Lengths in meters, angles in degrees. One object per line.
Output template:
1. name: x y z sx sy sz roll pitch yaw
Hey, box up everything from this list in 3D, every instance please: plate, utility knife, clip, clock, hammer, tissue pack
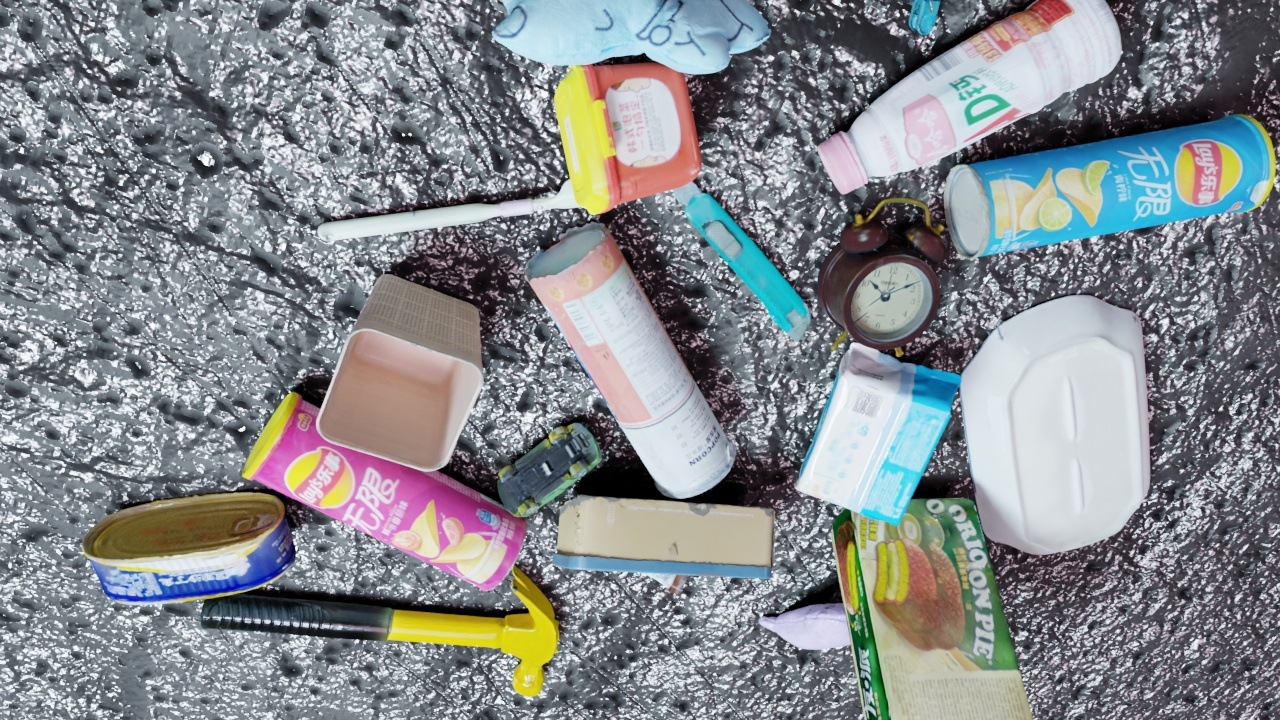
1. plate: 0.368 0.070 0.793 0.162 0.034 0.266 -18 118 2
2. utility knife: 0.063 -0.089 0.680 0.029 0.013 0.216 -40 115 13
3. clip: 0.192 -0.247 0.611 0.014 0.042 0.056 1 118 -6
4. clock: 0.181 -0.064 0.686 0.082 0.055 0.122 6 115 -10
5. hammer: -0.218 0.228 0.797 0.300 0.032 0.129 8 116 -12
6. tissue pack: 0.188 0.061 0.738 0.090 0.063 0.140 19 113 7

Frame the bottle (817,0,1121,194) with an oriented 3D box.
1. bottle: 0.218 -0.178 0.627 0.197 0.068 0.068 -29 117 11

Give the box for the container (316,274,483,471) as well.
1. container: -0.163 0.003 0.642 0.090 0.110 0.090 20 113 -17

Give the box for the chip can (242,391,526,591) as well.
1. chip can: -0.194 0.106 0.714 0.210 0.071 0.071 33 109 -22

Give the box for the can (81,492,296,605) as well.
1. can: -0.347 0.146 0.713 0.148 0.074 0.049 -6 121 -5

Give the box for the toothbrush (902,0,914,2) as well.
1. toothbrush: 0.099 -0.264 0.593 0.181 0.015 0.018 10 109 -14

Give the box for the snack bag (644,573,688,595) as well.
1. snack bag: -0.001 0.166 0.796 0.104 0.026 0.048 25 88 -20

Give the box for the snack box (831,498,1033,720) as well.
1. snack box: 0.236 0.231 0.748 0.114 0.239 0.063 1 147 -9

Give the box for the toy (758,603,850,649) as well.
1. toy: 0.170 0.242 0.833 0.083 0.038 0.108 17 152 -19

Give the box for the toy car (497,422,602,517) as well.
1. toy car: -0.072 0.089 0.737 0.091 0.043 0.036 -35 158 4

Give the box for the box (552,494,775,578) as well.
1. box: 0.013 0.142 0.741 0.184 0.090 0.061 4 79 -14

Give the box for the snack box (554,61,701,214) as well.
1. snack box: -0.007 -0.147 0.597 0.080 0.082 0.091 -13 96 -11

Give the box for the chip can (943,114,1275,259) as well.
1. chip can: 0.335 -0.125 0.666 0.210 0.071 0.071 -11 118 -2

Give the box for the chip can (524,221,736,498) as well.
1. chip can: -0.004 0.004 0.687 0.071 0.071 0.215 -27 118 7

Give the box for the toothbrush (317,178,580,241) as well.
1. toothbrush: -0.132 -0.104 0.644 0.189 0.020 0.029 -9 151 -1

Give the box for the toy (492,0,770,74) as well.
1. toy: -0.011 -0.215 0.560 0.156 0.161 0.050 34 145 16
